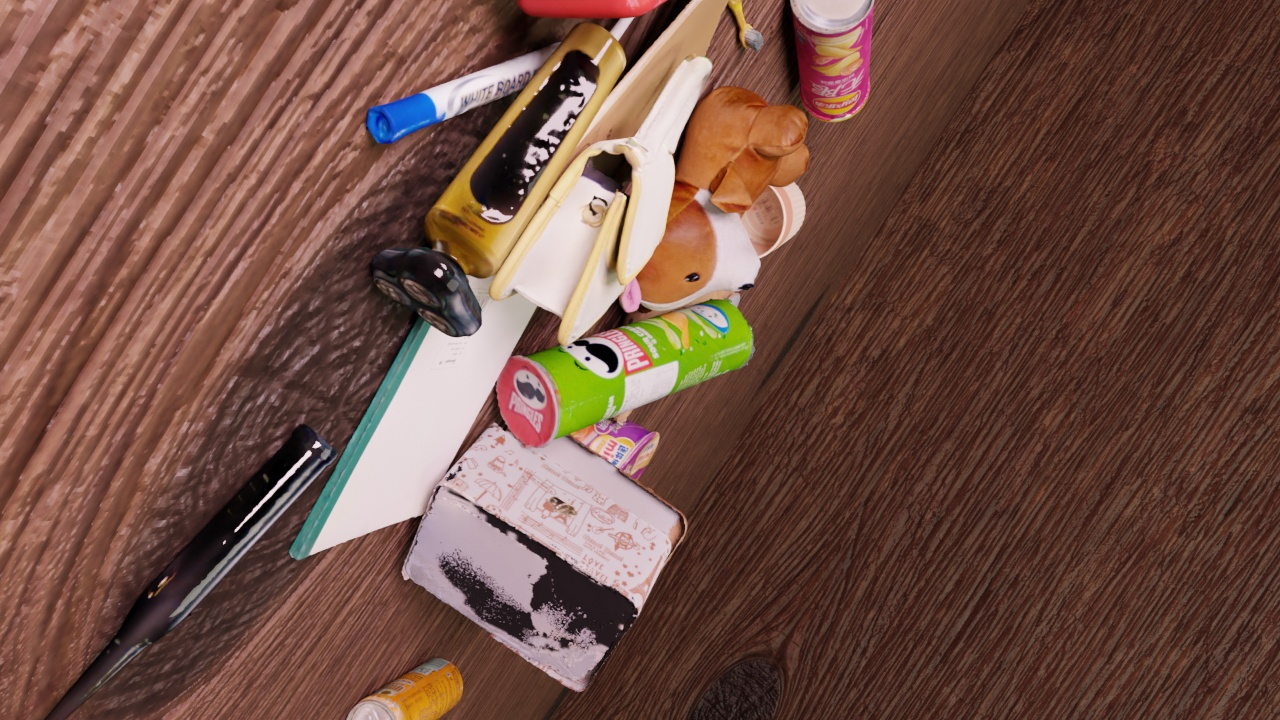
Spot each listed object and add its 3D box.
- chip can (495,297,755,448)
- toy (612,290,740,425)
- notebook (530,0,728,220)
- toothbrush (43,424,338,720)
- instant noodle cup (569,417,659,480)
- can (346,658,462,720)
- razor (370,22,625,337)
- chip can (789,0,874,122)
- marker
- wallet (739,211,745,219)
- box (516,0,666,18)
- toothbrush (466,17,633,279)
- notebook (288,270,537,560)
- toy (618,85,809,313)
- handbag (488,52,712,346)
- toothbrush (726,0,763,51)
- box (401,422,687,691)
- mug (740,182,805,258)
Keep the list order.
[{"bbox_3d":[-0.004,0.004,0.755,0.235,0.072,0.072,-19,144,-42],"label":"chip can"},{"bbox_3d":[0.021,-0.025,0.886,0.225,0.083,0.143,-35,132,-52],"label":"toy"},{"bbox_3d":[-0.004,-0.158,0.575,0.207,0.008,0.148,-53,180,-16],"label":"notebook"},{"bbox_3d":[-0.232,0.119,0.453,0.212,0.026,0.027,-51,144,-20],"label":"toothbrush"},{"bbox_3d":[-0.053,0.088,0.867,0.111,0.099,0.112,-53,168,-16],"label":"instant noodle cup"},{"bbox_3d":[-0.236,0.350,0.932,0.058,0.058,0.146,-57,167,6],"label":"can"},{"bbox_3d":[-0.065,-0.089,0.447,0.167,0.062,0.067,-54,-173,6],"label":"razor"},{"bbox_3d":[0.178,-0.290,0.847,0.071,0.071,0.210,-57,167,3],"label":"chip can"},{"bbox_3d":[-0.073,-0.132,0.439,0.145,0.017,0.017,-42,161,-47],"label":"marker"},{"bbox_3d":[0.074,-0.151,0.853,0.118,0.035,0.131,-6,129,-59],"label":"wallet"},{"bbox_3d":[0.012,-0.233,0.404,0.200,0.095,0.099,-46,136,-34],"label":"box"},{"bbox_3d":[-0.055,-0.123,0.505,0.221,0.026,0.026,-55,146,-4],"label":"toothbrush"},{"bbox_3d":[-0.138,0.031,0.609,0.209,0.012,0.150,-59,167,12],"label":"notebook"},{"bbox_3d":[0.055,-0.115,0.738,0.199,0.130,0.140,-47,168,5],"label":"toy"},{"bbox_3d":[-0.006,-0.103,0.558,0.179,0.063,0.163,-56,-179,17],"label":"handbag"},{"bbox_3d":[0.068,-0.256,0.644,0.016,0.018,0.191,-59,167,5],"label":"toothbrush"},{"bbox_3d":[-0.066,0.140,0.748,0.151,0.182,0.167,-60,175,39],"label":"box"},{"bbox_3d":[0.124,-0.168,0.952,0.105,0.082,0.115,-33,129,-64],"label":"mug"}]
